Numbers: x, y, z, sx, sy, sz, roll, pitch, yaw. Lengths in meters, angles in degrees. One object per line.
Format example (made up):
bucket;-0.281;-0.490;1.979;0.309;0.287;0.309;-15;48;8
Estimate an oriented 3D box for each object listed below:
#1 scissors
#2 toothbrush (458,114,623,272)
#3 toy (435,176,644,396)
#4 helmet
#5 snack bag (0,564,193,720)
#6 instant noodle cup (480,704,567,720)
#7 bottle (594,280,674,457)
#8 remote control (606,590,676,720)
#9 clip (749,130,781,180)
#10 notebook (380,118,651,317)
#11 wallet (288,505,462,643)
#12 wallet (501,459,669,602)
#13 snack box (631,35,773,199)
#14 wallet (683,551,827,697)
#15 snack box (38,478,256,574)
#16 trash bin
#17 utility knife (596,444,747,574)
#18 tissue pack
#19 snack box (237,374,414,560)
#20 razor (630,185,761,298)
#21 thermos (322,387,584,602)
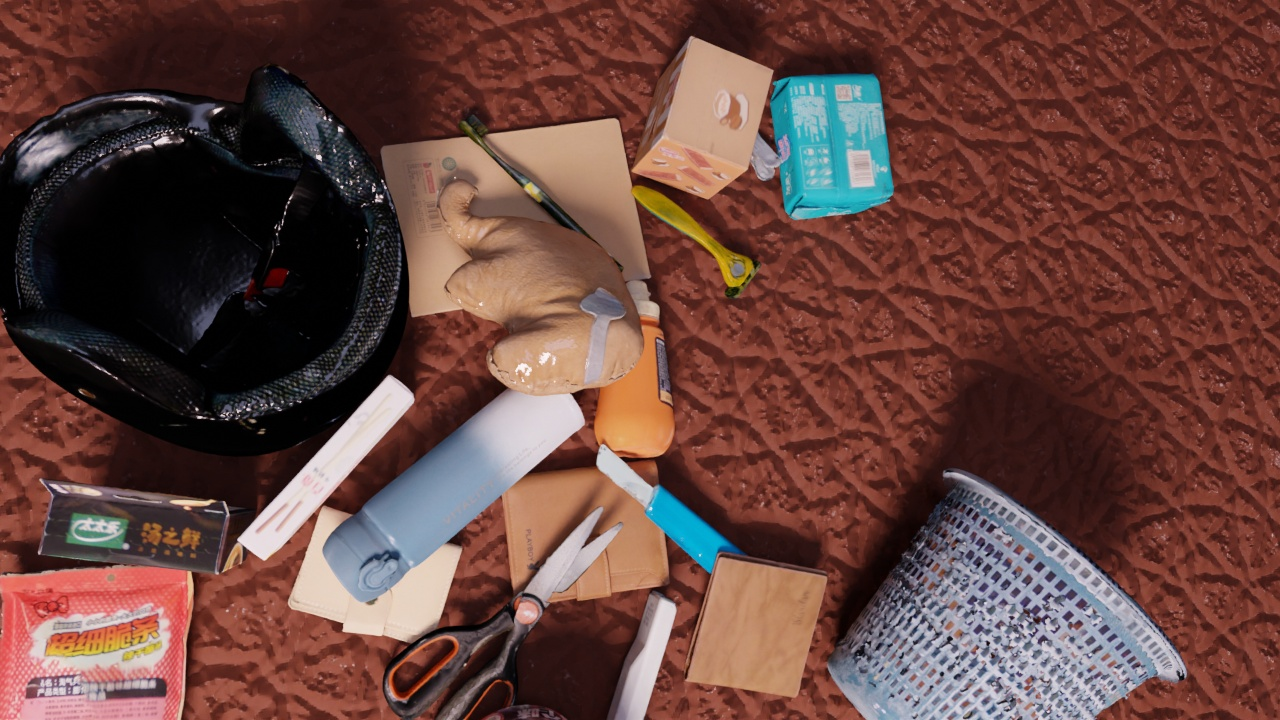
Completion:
scissors;-0.110;0.198;0.714;0.161;0.022;0.234;18;93;-9
toothbrush;-0.082;-0.140;0.781;0.186;0.012;0.017;43;66;-4
toy;-0.083;-0.064;0.731;0.143;0.083;0.226;-9;49;-35
helmet;-0.290;-0.057;0.627;0.275;0.231;0.233;30;66;10
snack bag;-0.392;0.252;0.654;0.128;0.073;0.207;1;78;-17
instant noodle cup;-0.082;0.327;0.674;0.137;0.108;0.138;-3;99;-16
bottle;-0.005;0.004;0.768;0.066;0.067;0.149;4;75;-12
remote control;0.000;0.251;0.743;0.024;0.049;0.124;20;79;-7
clip;0.106;-0.192;0.836;0.024;0.026;0.056;-30;77;-17
notebook;-0.105;-0.125;0.786;0.207;0.008;0.147;-11;86;-14
wallet;-0.208;0.172;0.721;0.115;0.024;0.087;19;81;-11
wallet;-0.045;0.142;0.757;0.131;0.031;0.107;-5;83;-11
snack box;0.051;-0.203;0.783;0.077;0.094;0.092;18;79;-13
wallet;0.097;0.222;0.769;0.101;0.020;0.115;12;98;-11
snack box;-0.342;0.116;0.645;0.113;0.126;0.053;9;81;-11
trash bin;0.267;0.232;0.735;0.195;0.226;0.226;-44;94;-1
utility knife;0.036;0.137;0.758;0.203;0.018;0.034;43;82;-19
tissue pack;0.172;-0.198;0.833;0.093;0.050;0.133;-4;84;-11
snack box;-0.233;0.078;0.694;0.027;0.085;0.156;41;77;-7
razor;0.046;-0.111;0.805;0.132;0.028;0.043;39;81;-8
thermos;-0.142;0.094;0.708;0.220;0.070;0.070;-41;93;-21
